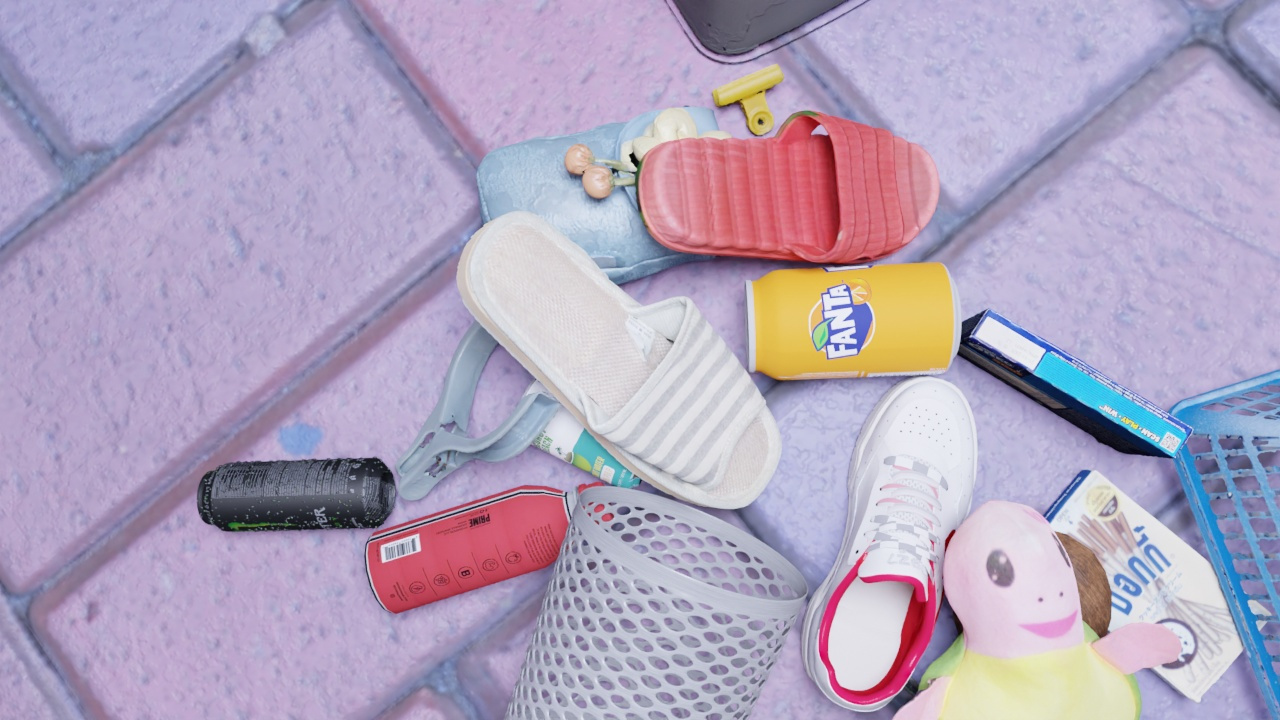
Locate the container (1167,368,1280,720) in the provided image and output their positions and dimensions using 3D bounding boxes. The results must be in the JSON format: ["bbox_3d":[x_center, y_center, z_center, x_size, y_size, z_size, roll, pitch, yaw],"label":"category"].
[{"bbox_3d":[0.564,0.095,0.582,0.362,0.089,0.257,-18,83,-1],"label":"container"}]

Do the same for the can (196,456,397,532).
[{"bbox_3d":[-0.256,0.101,0.688,0.138,0.054,0.054,-2,84,5],"label":"can"}]

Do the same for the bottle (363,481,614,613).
[{"bbox_3d":[-0.106,0.130,0.667,0.176,0.062,0.062,-18,83,3],"label":"bottle"}]

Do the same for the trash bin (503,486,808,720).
[{"bbox_3d":[0.001,0.199,0.597,0.156,0.156,0.183,22,96,7],"label":"trash bin"}]

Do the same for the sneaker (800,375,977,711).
[{"bbox_3d":[0.176,0.122,0.621,0.090,0.104,0.236,22,87,7],"label":"sneaker"}]

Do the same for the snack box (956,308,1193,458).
[{"bbox_3d":[0.289,0.017,0.632,0.150,0.082,0.027,32,89,7],"label":"snack box"}]

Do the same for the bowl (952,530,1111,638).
[{"bbox_3d":[0.268,0.172,0.628,0.102,0.026,0.114,6,102,17],"label":"bowl"}]

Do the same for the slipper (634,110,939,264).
[{"bbox_3d":[0.118,-0.116,0.622,0.248,0.059,0.103,-7,87,-27],"label":"slipper"}]

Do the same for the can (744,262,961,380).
[{"bbox_3d":[0.147,-0.027,0.650,0.142,0.079,0.079,-2,84,5],"label":"can"}]

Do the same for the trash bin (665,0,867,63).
[{"bbox_3d":[0.089,-0.358,0.617,0.197,0.220,0.197,-28,82,2],"label":"trash bin"}]

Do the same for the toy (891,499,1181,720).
[{"bbox_3d":[0.242,0.206,0.579,0.190,0.087,0.238,-17,103,0],"label":"toy"}]

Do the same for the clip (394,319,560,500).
[{"bbox_3d":[-0.109,0.046,0.647,0.030,0.164,0.172,28,93,-37],"label":"clip"}]

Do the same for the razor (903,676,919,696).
[{"bbox_3d":[0.228,0.259,0.646,0.106,0.026,0.042,38,91,12],"label":"razor"}]

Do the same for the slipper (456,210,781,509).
[{"bbox_3d":[-0.004,0.004,0.617,0.272,0.054,0.114,39,70,-19],"label":"slipper"}]

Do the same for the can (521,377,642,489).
[{"bbox_3d":[-0.038,0.052,0.672,0.101,0.055,0.055,26,87,7],"label":"can"}]

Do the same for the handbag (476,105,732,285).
[{"bbox_3d":[-0.020,-0.118,0.656,0.192,0.119,0.121,-11,85,-4],"label":"handbag"}]

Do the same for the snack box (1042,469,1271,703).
[{"bbox_3d":[0.348,0.155,0.641,0.150,0.026,0.082,41,89,8],"label":"snack box"}]

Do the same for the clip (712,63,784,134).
[{"bbox_3d":[0.085,-0.200,0.701,0.054,0.048,0.046,-21,58,1],"label":"clip"}]
